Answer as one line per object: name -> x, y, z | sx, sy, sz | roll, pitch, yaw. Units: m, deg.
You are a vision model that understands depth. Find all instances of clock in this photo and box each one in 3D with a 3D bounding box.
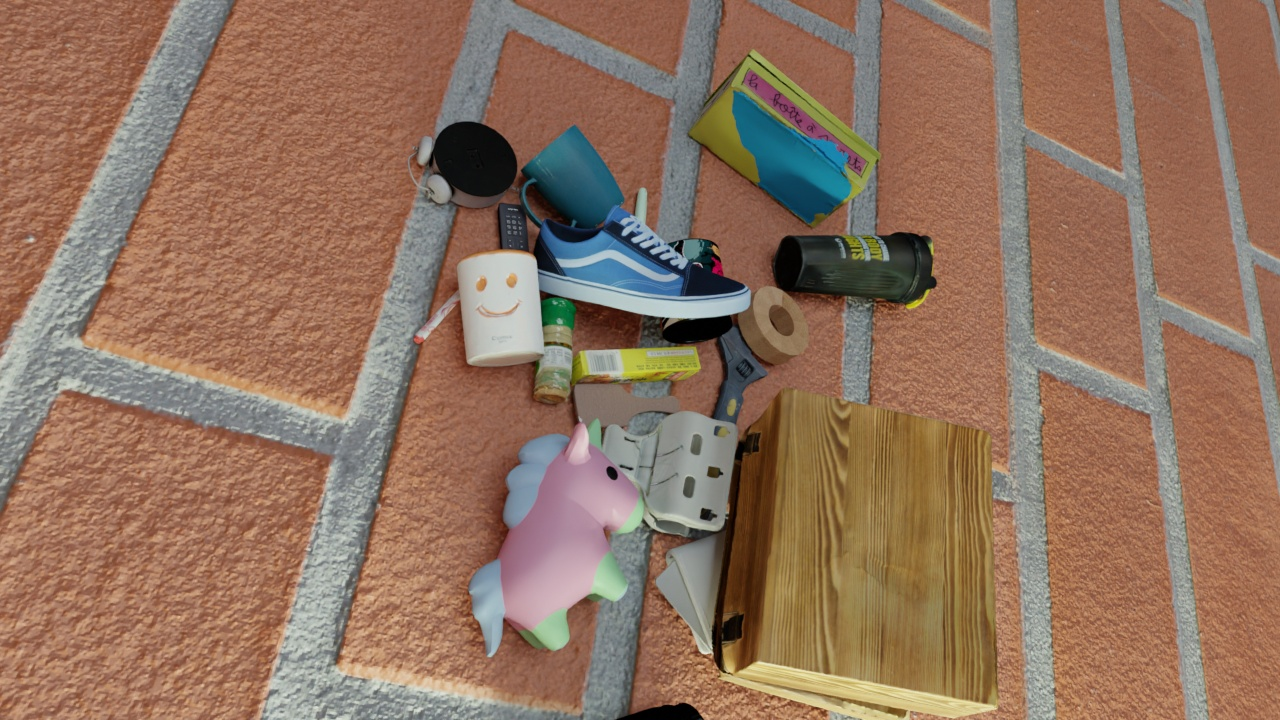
clock -> -0.198, -0.215, 1.020 | 0.122, 0.035, 0.094 | -14, 77, -30

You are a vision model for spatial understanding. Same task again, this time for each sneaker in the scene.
sneaker -> 0.000, -0.108, 0.976 | 0.241, 0.098, 0.083 | 11, 23, 11

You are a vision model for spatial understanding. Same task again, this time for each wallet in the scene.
wallet -> 0.074, 0.249, 0.967 | 0.115, 0.038, 0.118 | -13, 72, -31

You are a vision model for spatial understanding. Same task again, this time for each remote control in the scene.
remote control -> -0.139, -0.110, 1.018 | 0.032, 0.015, 0.136 | 2, 72, -27

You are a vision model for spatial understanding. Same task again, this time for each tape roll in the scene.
tape roll -> 0.164, -0.043, 1.127 | 0.094, 0.027, 0.093 | 20, 55, -31

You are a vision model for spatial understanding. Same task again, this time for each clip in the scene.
clip -> 0.023, 0.120, 0.989 | 0.152, 0.101, 0.126 | 6, 60, 10

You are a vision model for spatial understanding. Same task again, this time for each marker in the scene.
marker -> -0.194, -0.068, 0.975 | 0.013, 0.013, 0.141 | 40, 58, -7

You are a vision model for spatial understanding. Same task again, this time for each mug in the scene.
mug -> 0.069, -0.076, 1.081 | 0.118, 0.082, 0.098 | 16, 59, -52
mug -> -0.083, -0.193, 1.046 | 0.112, 0.085, 0.104 | -45, 103, -21
mug -> -0.144, -0.052, 0.945 | 0.082, 0.082, 0.105 | -2, 80, -28

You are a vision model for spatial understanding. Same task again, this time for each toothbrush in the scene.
toothbrush -> -0.002, -0.141, 1.101 | 0.022, 0.015, 0.154 | 37, 50, -52

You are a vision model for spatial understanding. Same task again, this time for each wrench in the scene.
wrench -> 0.097, 0.066, 1.063 | 0.073, 0.022, 0.272 | 29, 59, -15

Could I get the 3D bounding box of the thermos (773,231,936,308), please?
thermos -> 0.286, -0.122, 1.199 | 0.220, 0.098, 0.098 | -1, 70, -24

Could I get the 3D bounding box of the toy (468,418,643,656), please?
toy -> -0.088, 0.168, 0.880 | 0.221, 0.120, 0.171 | -35, 93, -29

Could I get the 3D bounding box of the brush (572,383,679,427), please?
brush -> -0.015, 0.051, 1.019 | 0.135, 0.015, 0.049 | 1, 69, -33

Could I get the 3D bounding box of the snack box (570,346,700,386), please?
snack box -> -0.006, 0.006, 1.024 | 0.147, 0.040, 0.029 | -3, 72, -28

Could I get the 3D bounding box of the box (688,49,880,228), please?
box -> 0.187, -0.282, 1.195 | 0.221, 0.125, 0.079 | 33, 61, -10

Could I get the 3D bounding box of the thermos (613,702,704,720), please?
thermos -> -0.015, 0.374, 0.840 | 0.198, 0.086, 0.086 | -7, 73, -29

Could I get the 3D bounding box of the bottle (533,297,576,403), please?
bottle -> -0.092, -0.010, 0.985 | 0.043, 0.043, 0.111 | 11, 67, -23

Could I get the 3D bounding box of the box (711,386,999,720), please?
box -> 0.204, 0.204, 0.939 | 0.251, 0.192, 0.278 | 13, 64, -6
